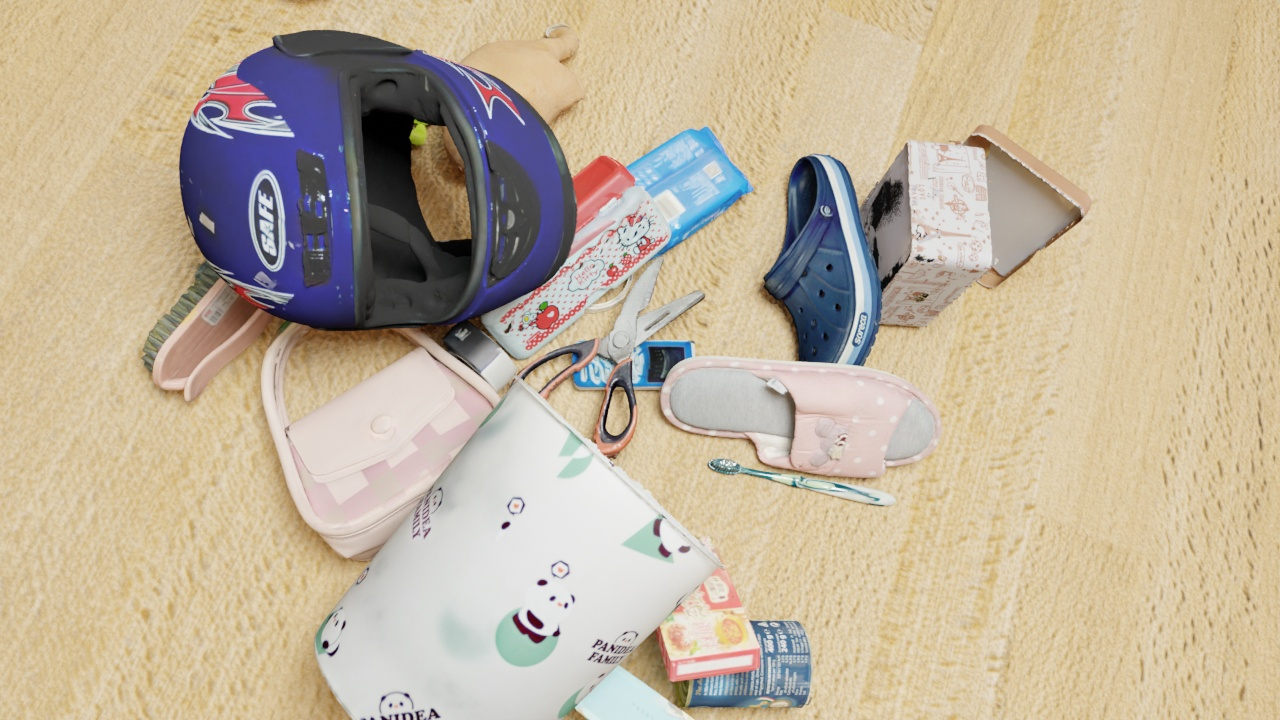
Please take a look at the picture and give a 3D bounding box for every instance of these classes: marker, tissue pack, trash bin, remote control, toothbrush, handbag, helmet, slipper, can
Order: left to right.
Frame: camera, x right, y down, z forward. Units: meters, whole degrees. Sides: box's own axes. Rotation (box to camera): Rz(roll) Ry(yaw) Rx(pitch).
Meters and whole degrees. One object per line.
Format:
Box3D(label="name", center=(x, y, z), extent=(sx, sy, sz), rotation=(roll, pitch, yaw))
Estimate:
Box3D(label="helmet", center=(-0.235, -0.136, 0.750), extent=(0.239, 0.248, 0.316), rotation=(-17, 29, -38))
Box3D(label="handbag", center=(-0.245, 0.042, 0.835), extent=(0.193, 0.093, 0.234), rotation=(-33, 72, -18))
Box3D(label="marker", center=(-0.199, -0.109, 0.917), extent=(0.132, 0.020, 0.022), rotation=(-6, 78, -10))
Box3D(label="trash bin", center=(-0.099, 0.179, 0.724), extent=(0.229, 0.229, 0.251), rotation=(42, 85, 6))
Box3D(label="remote control", center=(-0.005, 0.005, 0.906), extent=(0.125, 0.024, 0.049), rotation=(0, 72, -7))
Box3D(label="tissue pack", center=(0.035, -0.175, 0.957), extent=(0.157, 0.052, 0.095), rotation=(-36, 82, -17))
Box3D(label="can", center=(0.090, 0.267, 0.808), extent=(0.111, 0.075, 0.075), rotation=(3, 72, -8))
Box3D(label="slipper", center=(0.154, 0.055, 0.874), extent=(0.274, 0.114, 0.054), rotation=(11, 32, -3))
Box3D(label="toothbrush", center=(0.160, 0.119, 0.898), extent=(0.191, 0.018, 0.016), rotation=(12, 71, -4))
Box3D(label="slipper", center=(0.174, -0.097, 0.923), extent=(0.095, 0.105, 0.252), rotation=(3, 70, -12))

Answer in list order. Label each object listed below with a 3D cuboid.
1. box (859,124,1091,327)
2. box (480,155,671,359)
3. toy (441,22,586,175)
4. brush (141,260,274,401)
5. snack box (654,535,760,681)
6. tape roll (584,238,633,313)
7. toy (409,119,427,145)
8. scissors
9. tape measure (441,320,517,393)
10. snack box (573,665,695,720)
Box3D(label="box", center=(0.325, -0.125, 0.920), extent=(0.185, 0.183, 0.154), rotation=(6, 72, -3))
Box3D(label="box", center=(-0.071, -0.096, 0.895), extent=(0.201, 0.095, 0.101), rotation=(-40, 120, -1))
Box3D(label="toy", center=(-0.130, -0.281, 0.957), extent=(0.143, 0.083, 0.225), rotation=(15, 67, -9))
Box3D(label="brush", center=(-0.389, -0.033, 0.840), extent=(0.073, 0.063, 0.145), rotation=(28, 70, 12))
Box3D(label="snack box", center=(0.046, 0.209, 0.794), extent=(0.075, 0.152, 0.025), rotation=(-5, 116, -9))
Box3D(label="tape roll", center=(-0.050, -0.090, 0.936), extent=(0.085, 0.014, 0.085), rotation=(3, 72, -8))
Box3D(label="toy", center=(-0.243, -0.268, 0.956), extent=(0.100, 0.031, 0.096), rotation=(-39, 81, -14))
Box3D(label="scissors", center=(-0.031, 0.000, 0.880), extent=(0.189, 0.015, 0.225), rotation=(0, 75, 0))
Box3D(label="tape measure", center=(-0.149, -0.001, 0.860), extent=(0.066, 0.066, 0.033), rotation=(38, 74, 17))
Box3D(label="snack box", center=(0.023, 0.322, 0.780), extent=(0.175, 0.074, 0.051), rotation=(35, 71, 4))
